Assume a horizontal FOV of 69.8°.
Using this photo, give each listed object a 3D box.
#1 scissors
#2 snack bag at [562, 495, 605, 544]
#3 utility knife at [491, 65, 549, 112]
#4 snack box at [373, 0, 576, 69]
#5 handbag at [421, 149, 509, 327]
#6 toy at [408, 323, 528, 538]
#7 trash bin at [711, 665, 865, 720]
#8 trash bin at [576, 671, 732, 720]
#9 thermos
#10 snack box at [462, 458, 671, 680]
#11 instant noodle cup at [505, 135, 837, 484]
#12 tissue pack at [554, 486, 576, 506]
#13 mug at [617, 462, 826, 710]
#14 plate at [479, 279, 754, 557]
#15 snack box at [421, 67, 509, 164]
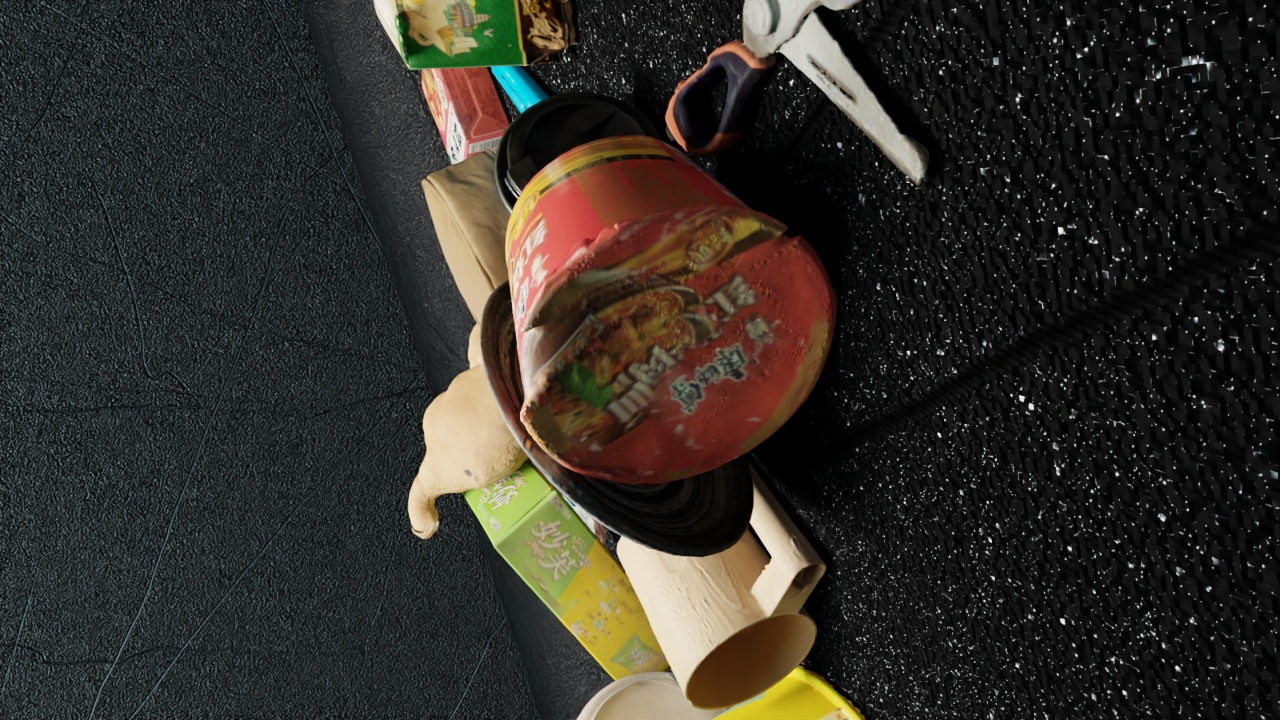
[{"bbox_3d":[0.041,-0.140,0.357,0.189,0.015,0.227,70,162,0],"label":"scissors"},{"bbox_3d":[-0.061,0.152,0.975,0.105,0.026,0.045,-135,39,-53],"label":"snack bag"},{"bbox_3d":[-0.093,-0.208,0.691,0.187,0.018,0.034,-124,21,-43],"label":"utility knife"},{"bbox_3d":[-0.110,-0.241,0.553,0.118,0.105,0.117,90,155,-47],"label":"snack box"},{"bbox_3d":[-0.094,-0.071,0.719,0.204,0.099,0.148,56,166,39],"label":"handbag"},{"bbox_3d":[-0.138,0.054,0.813,0.082,0.225,0.144,38,160,-35],"label":"toy"},{"bbox_3d":[0.027,0.332,0.513,0.230,0.255,0.229,160,90,-74],"label":"trash bin"},{"bbox_3d":[0.004,0.364,0.736,0.227,0.227,0.193,56,146,40],"label":"trash bin"},{"bbox_3d":[-0.033,-0.085,0.530,0.143,0.093,0.093,98,149,-70],"label":"thermos"},{"bbox_3d":[-0.064,0.186,0.836,0.210,0.070,0.158,53,170,-22],"label":"snack box"},{"bbox_3d":[0.003,-0.030,0.413,0.108,0.138,0.138,-115,15,-50],"label":"instant noodle cup"},{"bbox_3d":[-0.072,0.081,0.887,0.133,0.050,0.093,20,131,69],"label":"tissue pack"},{"bbox_3d":[0.048,0.122,0.535,0.103,0.084,0.125,56,134,43],"label":"mug"},{"bbox_3d":[-0.013,0.029,0.475,0.024,0.179,0.179,-45,57,26],"label":"plate"},{"bbox_3d":[-0.160,-0.223,0.833,0.127,0.044,0.113,130,119,-71],"label":"snack box"}]
